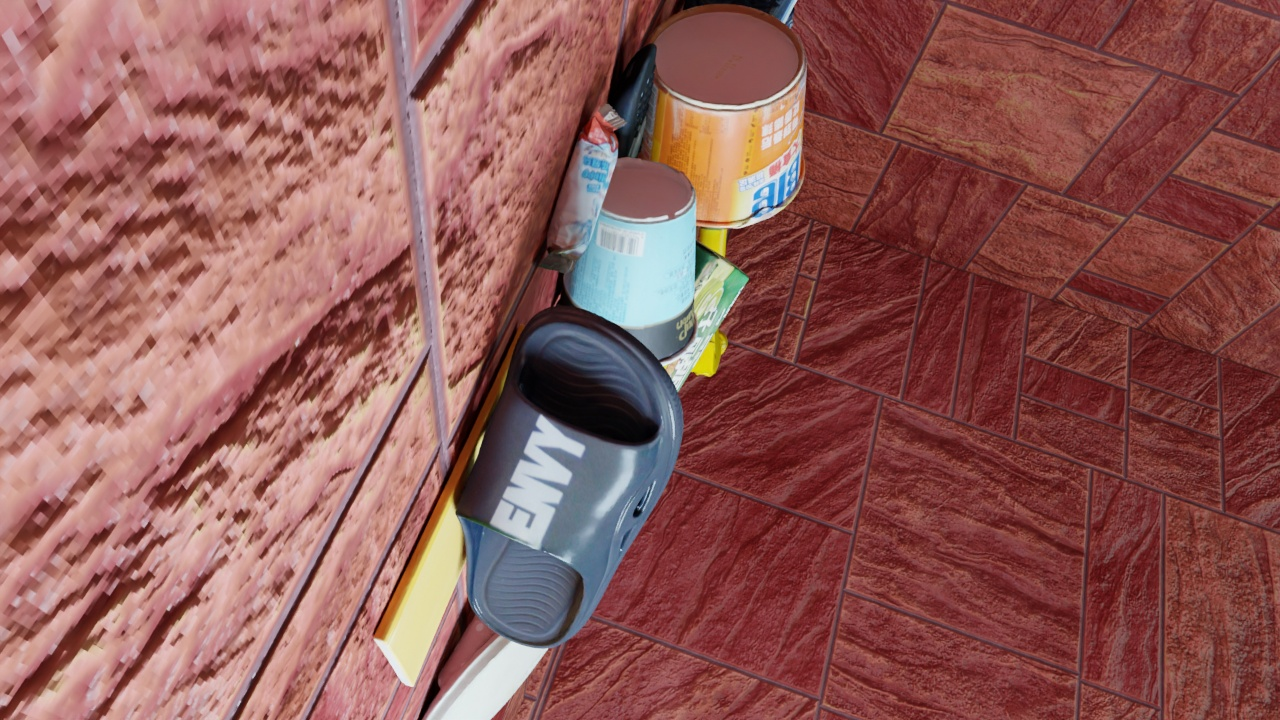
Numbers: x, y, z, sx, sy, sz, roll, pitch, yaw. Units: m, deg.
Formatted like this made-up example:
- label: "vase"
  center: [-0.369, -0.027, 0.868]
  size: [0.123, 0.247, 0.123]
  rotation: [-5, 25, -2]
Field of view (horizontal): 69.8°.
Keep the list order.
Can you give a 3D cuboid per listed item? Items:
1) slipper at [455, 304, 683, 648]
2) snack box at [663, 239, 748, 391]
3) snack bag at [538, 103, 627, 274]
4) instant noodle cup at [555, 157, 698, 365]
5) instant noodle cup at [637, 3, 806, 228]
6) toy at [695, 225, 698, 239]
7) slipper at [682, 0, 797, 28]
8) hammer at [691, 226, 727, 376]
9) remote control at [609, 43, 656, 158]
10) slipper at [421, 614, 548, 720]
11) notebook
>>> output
- label: "slipper"
  center: [-0.053, 0.096, 0.540]
  size: [0.083, 0.111, 0.269]
  rotation: [-60, 171, -55]
- label: "snack box"
  center: [-0.005, 0.005, 0.789]
  size: [0.240, 0.063, 0.114]
  rotation: [-58, 162, 7]
- label: "snack bag"
  center: [-0.035, -0.103, 0.564]
  size: [0.048, 0.026, 0.104]
  rotation: [-1, 110, -73]
- label: "instant noodle cup"
  center: [-0.006, -0.074, 0.648]
  size: [0.111, 0.111, 0.121]
  rotation: [-68, 168, -46]
- label: "instant noodle cup"
  center: [0.062, -0.195, 0.718]
  size: [0.112, 0.151, 0.151]
  rotation: [89, 18, -57]
- label: "toy"
  center: [0.005, -0.112, 0.848]
  size: [0.225, 0.082, 0.143]
  rotation: [-60, 149, -68]
- label: "slipper"
  center: [0.105, -0.347, 0.838]
  size: [0.095, 0.105, 0.252]
  rotation: [101, 8, -64]
- label: "hammer"
  center: [0.070, -0.129, 0.875]
  size: [0.128, 0.033, 0.301]
  rotation: [-54, 148, -70]
- label: "remote control"
  center: [-0.009, -0.169, 0.641]
  size: [0.137, 0.024, 0.053]
  rotation: [106, 2, -69]
- label: "slipper"
  center: [-0.107, 0.230, 0.817]
  size: [0.273, 0.054, 0.114]
  rotation: [-45, 155, -30]
- label: "notebook"
  center: [-0.112, 0.095, 0.585]
  size: [0.146, 0.010, 0.205]
  rotation: [104, 6, -62]
